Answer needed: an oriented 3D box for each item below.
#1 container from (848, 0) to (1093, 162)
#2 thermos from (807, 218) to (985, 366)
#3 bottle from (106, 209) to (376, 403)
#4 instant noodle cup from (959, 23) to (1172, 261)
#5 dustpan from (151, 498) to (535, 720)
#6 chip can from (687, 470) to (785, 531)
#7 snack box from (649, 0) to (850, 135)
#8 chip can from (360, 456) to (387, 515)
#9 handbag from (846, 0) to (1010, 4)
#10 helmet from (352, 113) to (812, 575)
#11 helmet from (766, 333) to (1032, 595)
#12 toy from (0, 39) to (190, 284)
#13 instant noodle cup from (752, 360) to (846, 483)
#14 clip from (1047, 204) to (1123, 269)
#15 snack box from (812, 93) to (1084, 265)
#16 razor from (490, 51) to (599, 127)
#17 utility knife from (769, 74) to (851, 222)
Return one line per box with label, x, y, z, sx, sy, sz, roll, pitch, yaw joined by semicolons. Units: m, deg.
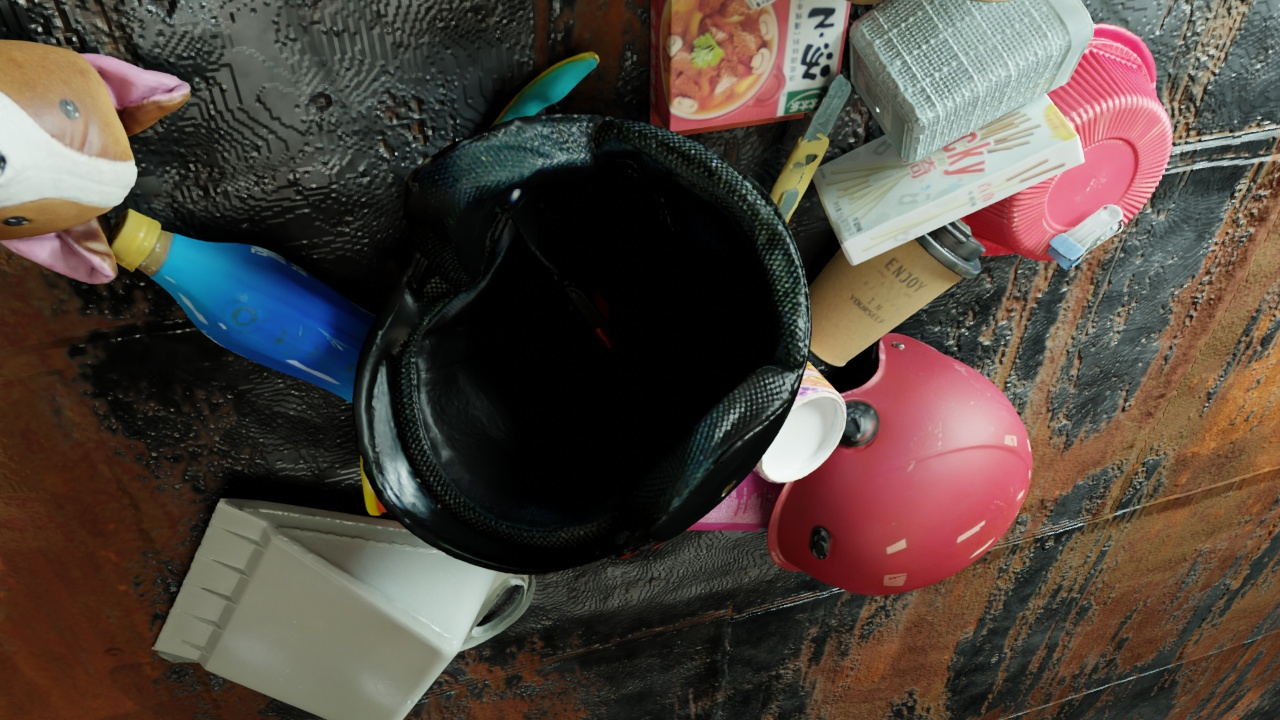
container;0.194;-0.190;0.562;0.111;0.090;0.090;-30;168;8
thermos;0.180;-0.064;0.685;0.093;0.093;0.144;20;126;-35
bottle;-0.214;-0.024;0.566;0.065;0.065;0.218;-43;132;16
instant noodle cup;0.317;-0.145;0.684;0.193;0.065;0.194;-12;133;-14
dustpan;-0.228;0.200;0.775;0.257;0.142;0.223;32;123;-8
chip can;0.047;0.112;0.789;0.210;0.071;0.072;7;126;-28
snack box;0.064;-0.189;0.554;0.113;0.044;0.127;-12;132;-13
chip can;-0.091;0.071;0.672;0.216;0.073;0.073;-2;130;-8
handbag;0.127;-0.252;0.467;0.204;0.147;0.100;-3;159;-19
helmet;-0.028;-0.003;0.549;0.275;0.233;0.230;-37;168;10
helmet;0.232;0.108;0.770;0.239;0.144;0.207;-46;136;-17
toy;-0.323;-0.115;0.414;0.199;0.130;0.140;25;100;-45
instant noodle cup;0.098;0.034;0.710;0.111;0.099;0.112;-19;129;-25
clip;0.328;-0.092;0.673;0.058;0.026;0.038;-37;145;0
snack box;0.199;-0.129;0.613;0.157;0.084;0.027;-25;135;16
razor;-0.075;-0.138;0.551;0.133;0.028;0.043;-42;155;19
utility knife;0.098;-0.115;0.626;0.030;0.020;0.197;-13;144;-27
